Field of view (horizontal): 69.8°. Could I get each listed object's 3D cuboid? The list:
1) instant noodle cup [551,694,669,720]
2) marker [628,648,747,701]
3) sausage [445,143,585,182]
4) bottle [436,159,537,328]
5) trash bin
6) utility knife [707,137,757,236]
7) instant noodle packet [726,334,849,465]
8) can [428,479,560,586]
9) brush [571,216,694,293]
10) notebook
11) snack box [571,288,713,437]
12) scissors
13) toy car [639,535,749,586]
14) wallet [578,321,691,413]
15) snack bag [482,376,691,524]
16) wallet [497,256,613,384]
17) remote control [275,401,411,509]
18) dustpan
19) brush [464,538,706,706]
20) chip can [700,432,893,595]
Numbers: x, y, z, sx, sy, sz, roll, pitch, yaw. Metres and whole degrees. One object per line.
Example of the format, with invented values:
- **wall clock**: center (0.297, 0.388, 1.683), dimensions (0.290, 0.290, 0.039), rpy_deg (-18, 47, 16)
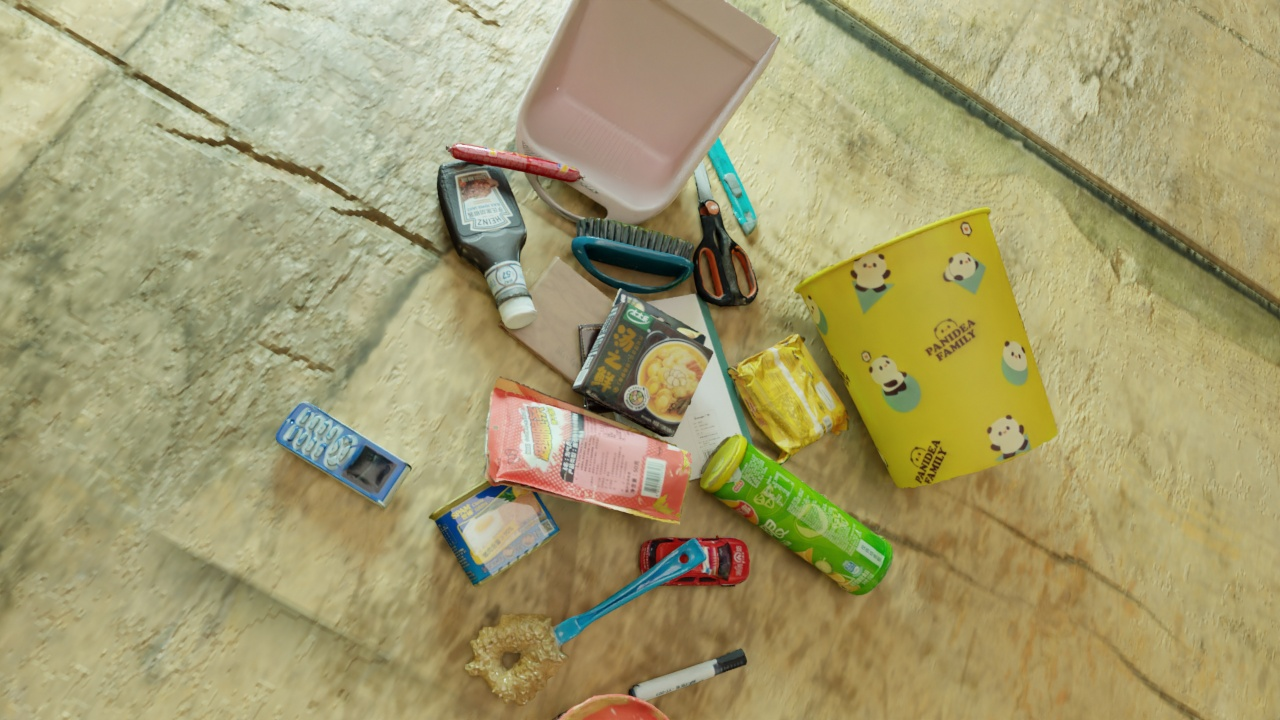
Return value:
- **instant noodle cup**: center (-0.039, 0.372, 0.831), dimensions (0.137, 0.109, 0.137), rpy_deg (6, 71, -17)
- **marker**: center (0.049, 0.318, 0.929), dimensions (0.130, 0.023, 0.018), rpy_deg (-10, 33, -23)
- **sausage**: center (-0.134, -0.215, 0.997), dimensions (0.155, 0.020, 0.020), rpy_deg (8, 70, -21)
- **bottle**: center (-0.158, -0.126, 0.980), dimensions (0.079, 0.044, 0.194), rpy_deg (-14, 71, -23)
- **trash bin**: center (0.327, -0.008, 1.029), dimensions (0.229, 0.230, 0.255), rpy_deg (-20, 85, -24)
- **utility knife**: center (0.106, -0.233, 1.134), dimensions (0.029, 0.013, 0.171), rpy_deg (-20, 80, -25)
- **instant noodle packet**: center (0.170, 0.044, 1.048), dimensions (0.110, 0.044, 0.128), rpy_deg (-26, 84, -25)
- **can**: center (-0.141, 0.160, 0.897), dimensions (0.101, 0.057, 0.083), rpy_deg (-30, 86, -25)
- **brush**: center (-0.009, -0.113, 1.033), dimensions (0.143, 0.055, 0.073), rpy_deg (11, 77, -16)
- **notebook**: center (0.035, 0.031, 1.023), dimensions (0.150, 0.012, 0.209), rpy_deg (-12, 77, -22)
- **snack box**: center (0.006, 0.001, 0.964), dimensions (0.113, 0.053, 0.125), rpy_deg (28, 80, -13)
- **scissors**: center (0.074, -0.170, 1.094), dimensions (0.124, 0.022, 0.235), rpy_deg (-23, 82, -33)
- **toy car**: center (0.060, 0.210, 0.956), dimensions (0.120, 0.045, 0.053), rpy_deg (3, 73, -20)
- **wallet**: center (-0.006, 0.006, 0.992), dimensions (0.122, 0.020, 0.096), rpy_deg (-4, 84, -21)
- **snack bag**: center (-0.054, 0.095, 0.913), dimensions (0.207, 0.073, 0.128), rpy_deg (18, 42, -17)
- **wallet**: center (-0.079, -0.041, 0.995), dimensions (0.115, 0.020, 0.101), rpy_deg (37, 74, -1)
- **remote control**: center (-0.287, 0.091, 0.887), dimensions (0.125, 0.024, 0.048), rpy_deg (33, 65, -5)
- **dustpan**: center (-0.009, -0.286, 1.010), dimensions (0.222, 0.274, 0.138), rpy_deg (29, 41, -5)
- **brush**: center (-0.048, 0.245, 0.888), dimensions (0.254, 0.046, 0.083), rpy_deg (-27, 74, -16)
- **chip can**: center (0.170, 0.168, 0.985), dimensions (0.221, 0.073, 0.072), rpy_deg (36, 65, -8)
